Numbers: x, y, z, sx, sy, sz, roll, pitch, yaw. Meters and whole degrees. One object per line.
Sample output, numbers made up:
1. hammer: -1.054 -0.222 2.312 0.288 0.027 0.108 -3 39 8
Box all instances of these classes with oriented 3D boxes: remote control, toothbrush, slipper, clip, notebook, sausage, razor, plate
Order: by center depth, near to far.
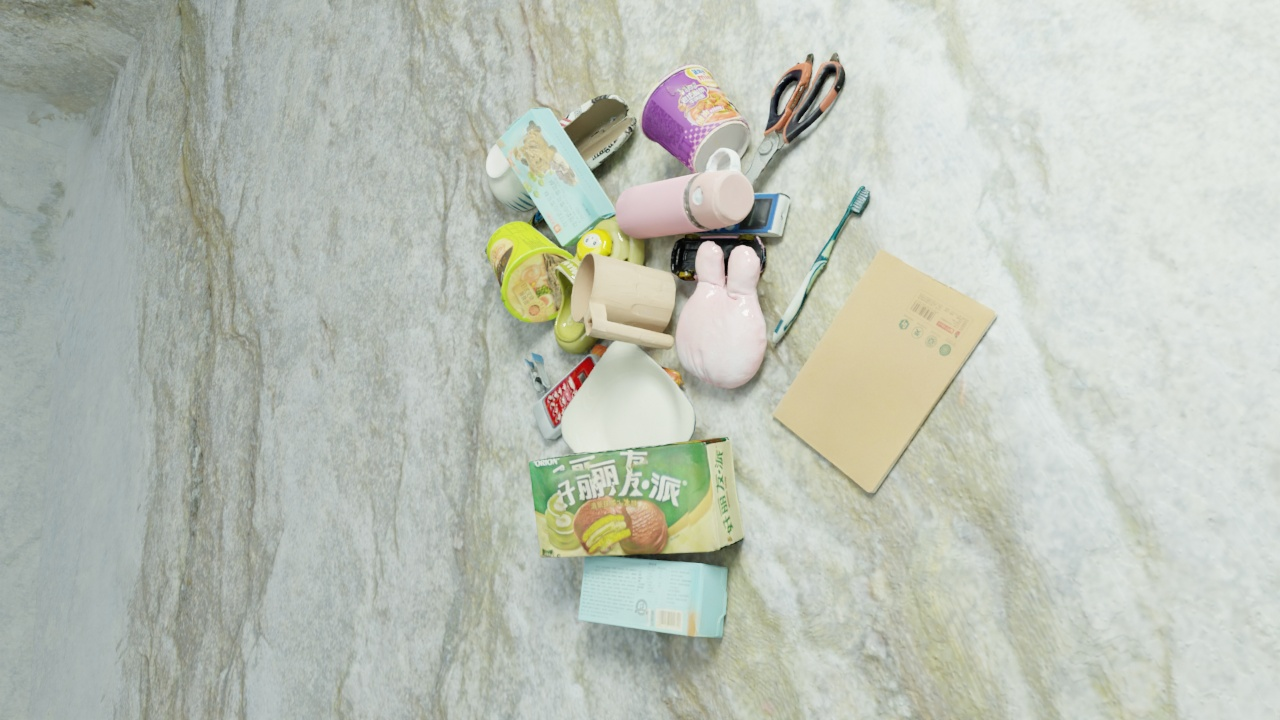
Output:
1. notebook: 0.235 0.007 0.913 0.148 0.008 0.208 41 104 42
2. toothbrush: 0.193 -0.100 0.981 0.018 0.016 0.192 35 100 32
3. remote control: 0.115 -0.168 1.066 0.125 0.024 0.049 8 82 44
4. plate: -0.010 0.074 1.080 0.164 0.034 0.164 49 115 30
5. sausage: -0.007 0.007 1.121 0.165 0.021 0.021 19 90 44
6. remote control: -0.089 0.048 1.169 0.136 0.020 0.056 -41 63 34
7. slipper: -0.066 -0.098 1.170 0.092 0.081 0.191 37 104 40
8. clip: -0.137 0.018 1.235 0.038 0.026 0.058 -36 59 19
9. razor: -0.178 -0.186 1.338 0.143 0.022 0.042 -28 33 36

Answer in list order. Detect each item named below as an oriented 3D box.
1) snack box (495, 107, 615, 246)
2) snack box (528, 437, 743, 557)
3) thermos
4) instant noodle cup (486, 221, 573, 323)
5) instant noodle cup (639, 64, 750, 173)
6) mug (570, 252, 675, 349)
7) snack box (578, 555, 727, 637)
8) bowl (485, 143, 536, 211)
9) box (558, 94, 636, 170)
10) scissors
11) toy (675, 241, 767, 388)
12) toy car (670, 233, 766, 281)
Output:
1. snack box: -0.113 -0.244 1.222 0.074 0.051 0.175 -33 89 30
2. snack box: -0.010 0.154 1.015 0.241 0.063 0.114 -9 86 33
3. thermos: 0.049 -0.189 1.058 0.199 0.067 0.087 3 90 58
4. instant noodle cup: -0.154 -0.128 1.247 0.112 0.111 0.123 -55 40 14
5. instant noodle cup: 0.071 -0.278 1.091 0.112 0.111 0.099 -49 59 19
6. mug: -0.018 -0.064 1.074 0.124 0.103 0.084 -103 31 -47
7. snack box: 0.011 0.256 1.004 0.175 0.051 0.074 -6 71 40
8. bowl: -0.183 -0.283 1.342 0.117 0.066 0.116 -15 68 38
9. box: -0.073 -0.287 1.248 0.163 0.076 0.087 -29 72 31
10. scissors: 0.146 -0.260 1.057 0.209 0.015 0.185 -25 55 29
11. toy: 0.091 -0.050 1.017 0.121 0.054 0.159 17 105 41
12. toy car: 0.090 -0.117 1.065 0.123 0.037 0.056 5 85 32
